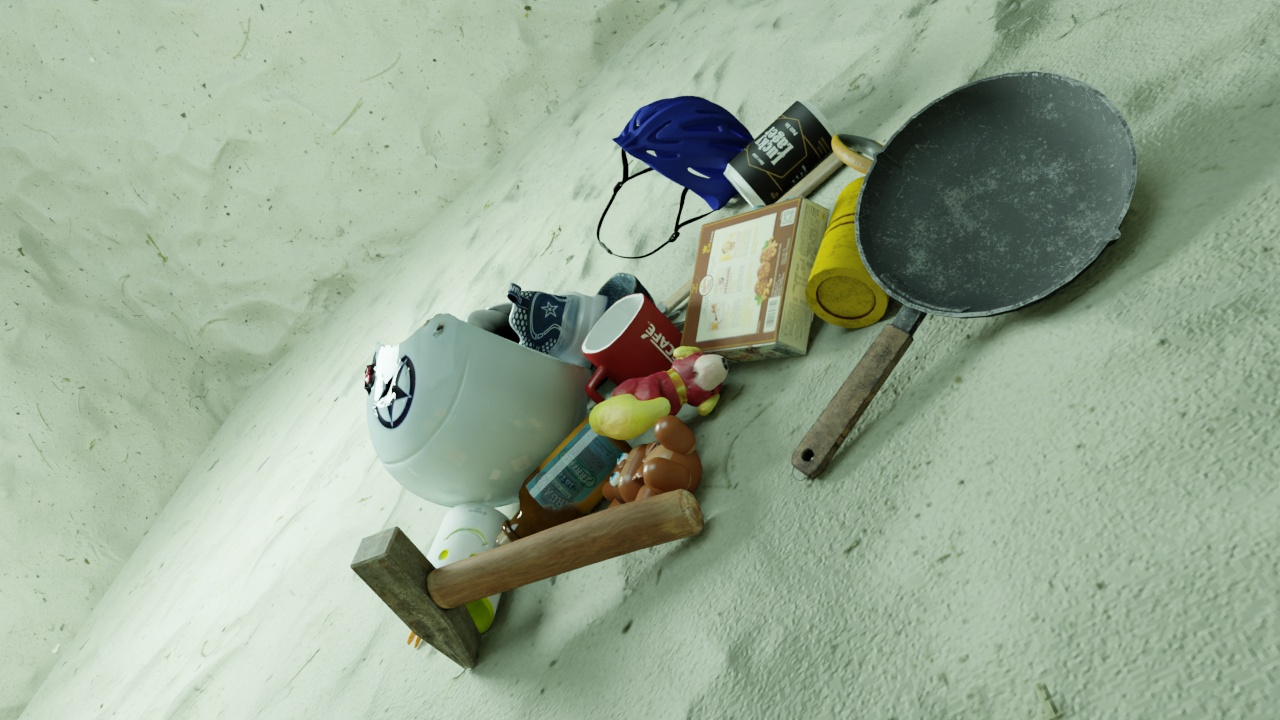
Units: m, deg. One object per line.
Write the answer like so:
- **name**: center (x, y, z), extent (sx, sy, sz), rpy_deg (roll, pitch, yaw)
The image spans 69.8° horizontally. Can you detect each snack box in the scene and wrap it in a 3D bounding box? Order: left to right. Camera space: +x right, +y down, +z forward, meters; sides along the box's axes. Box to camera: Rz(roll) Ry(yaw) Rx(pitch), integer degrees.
- **snack box**: center (0.106, -0.072, 0.884), extent (0.147, 0.041, 0.143), rpy_deg (-7, 69, 54)

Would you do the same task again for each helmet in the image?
- **helmet**: center (-0.185, 0.080, 0.992), extent (0.265, 0.236, 0.163), rpy_deg (-23, 51, 45)
- **helmet**: center (0.043, -0.232, 1.199), extent (0.148, 0.241, 0.228), rpy_deg (46, 117, 32)

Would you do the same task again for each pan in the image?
- **pan**: center (0.221, -0.056, 0.693), extent (0.208, 0.040, 0.357), rpy_deg (36, 94, 43)

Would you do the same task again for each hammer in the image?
- **hammer**: center (-0.083, 0.175, 0.791), extent (0.301, 0.158, 0.037), rpy_deg (-22, 30, 20)
- **hammer**: center (0.124, -0.140, 1.074), extent (0.331, 0.031, 0.119), rpy_deg (-39, 24, 8)

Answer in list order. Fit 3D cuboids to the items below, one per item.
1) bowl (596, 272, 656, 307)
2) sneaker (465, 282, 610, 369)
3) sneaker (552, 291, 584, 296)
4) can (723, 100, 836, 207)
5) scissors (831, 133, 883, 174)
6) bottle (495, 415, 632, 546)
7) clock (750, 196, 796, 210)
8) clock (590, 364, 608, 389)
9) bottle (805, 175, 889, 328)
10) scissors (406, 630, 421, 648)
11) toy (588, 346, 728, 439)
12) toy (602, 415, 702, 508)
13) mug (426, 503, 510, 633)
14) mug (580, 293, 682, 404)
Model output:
- **bowl**: center (-0.015, -0.042, 1.043), extent (0.111, 0.055, 0.110), rpy_deg (-34, 48, 48)
- **sneaker**: center (-0.148, -0.024, 1.072), extent (0.270, 0.132, 0.103), rpy_deg (-28, 48, 57)
- **sneaker**: center (-0.158, -0.009, 1.270), extent (0.295, 0.120, 0.127), rpy_deg (-32, -7, 30)
- **can**: center (0.168, -0.247, 1.104), extent (0.129, 0.072, 0.072), rpy_deg (-42, 23, 10)
- **scissors**: center (0.242, -0.152, 0.795), extent (0.224, 0.166, 0.016), rpy_deg (-84, 3, -56)
- **bottle**: center (-0.078, 0.129, 0.899), extent (0.157, 0.068, 0.068), rpy_deg (-46, 22, 0)
- **clock**: center (0.134, -0.128, 0.986), extent (0.124, 0.053, 0.090), rpy_deg (-52, 24, -14)
- **clock**: center (-0.062, -0.002, 1.122), extent (0.091, 0.044, 0.122), rpy_deg (-42, 26, 16)
- **bottle**: center (0.201, -0.111, 0.819), extent (0.071, 0.071, 0.163), rpy_deg (-22, 32, 44)
- **scissors**: center (-0.220, 0.252, 0.989), extent (0.084, 0.012, 0.133), rpy_deg (74, -147, -73)
- **toy**: center (0.015, 0.035, 0.861), extent (0.137, 0.067, 0.106), rpy_deg (-27, 13, -17)
- **toy**: center (0.003, 0.100, 0.818), extent (0.128, 0.065, 0.094), rpy_deg (-26, 32, 50)
- **mug**: center (-0.173, 0.207, 0.913), extent (0.083, 0.082, 0.106), rpy_deg (-33, 25, 28)
- **mug**: center (-0.006, 0.006, 0.944), extent (0.116, 0.096, 0.081), rpy_deg (-54, 24, -19)
